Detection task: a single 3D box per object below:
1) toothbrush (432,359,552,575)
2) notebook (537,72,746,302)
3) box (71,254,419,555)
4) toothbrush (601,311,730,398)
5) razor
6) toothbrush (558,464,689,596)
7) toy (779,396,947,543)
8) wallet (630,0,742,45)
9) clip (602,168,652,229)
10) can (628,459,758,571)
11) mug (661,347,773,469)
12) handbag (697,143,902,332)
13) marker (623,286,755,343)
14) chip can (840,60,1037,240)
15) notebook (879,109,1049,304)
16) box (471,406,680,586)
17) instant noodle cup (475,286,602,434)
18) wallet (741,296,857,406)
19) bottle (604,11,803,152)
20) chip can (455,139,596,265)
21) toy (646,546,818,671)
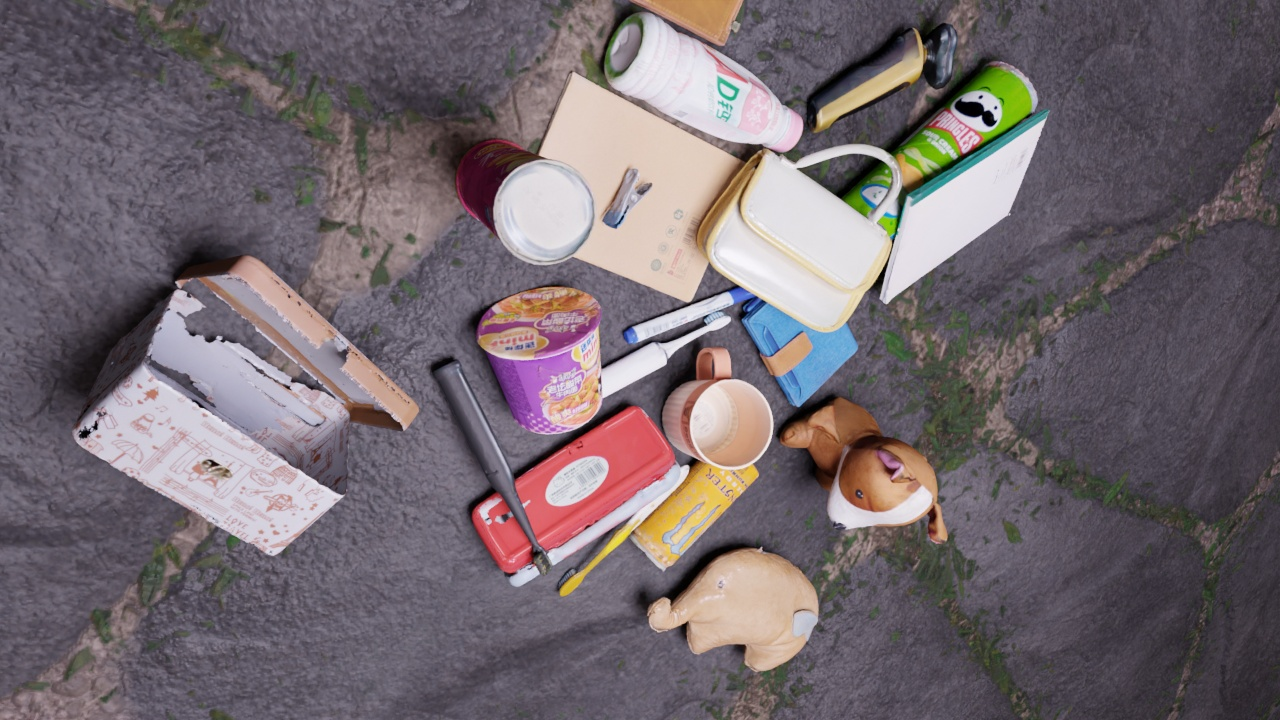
[{"bbox_3d":[-0.129,0.100,0.828,0.026,0.027,0.212,-23,97,11],"label":"toothbrush"},{"bbox_3d":[-0.005,-0.152,0.848,0.207,0.008,0.148,19,100,-31],"label":"notebook"},{"bbox_3d":[-0.277,0.015,0.694,0.168,0.150,0.182,-38,124,11],"label":"box"},{"bbox_3d":[-0.005,0.005,0.899,0.220,0.026,0.027,-28,145,-15],"label":"toothbrush"},{"bbox_3d":[0.236,-0.271,0.898,0.167,0.062,0.067,-31,91,-8],"label":"razor"},{"bbox_3d":[-0.019,0.175,0.951,0.191,0.018,0.016,-46,131,5],"label":"toothbrush"},{"bbox_3d":[0.233,0.117,0.964,0.130,0.200,0.140,-51,122,-5],"label":"toy"},{"bbox_3d":[0.062,-0.349,0.786,0.119,0.035,0.131,17,103,-31],"label":"wallet"},{"bbox_3d":[-0.014,-0.145,0.826,0.028,0.024,0.056,36,87,-37],"label":"clip"},{"bbox_3d":[0.056,0.151,0.970,0.146,0.058,0.058,-45,123,-4],"label":"can"},{"bbox_3d":[0.071,0.044,0.900,0.081,0.106,0.114,-4,91,-14],"label":"mug"},{"bbox_3d":[0.163,-0.131,0.862,0.163,0.063,0.179,30,103,-17],"label":"handbag"},{"bbox_3d":[0.050,-0.047,0.912,0.145,0.017,0.017,-22,118,-18],"label":"marker"},{"bbox_3d":[0.298,-0.205,0.944,0.236,0.072,0.072,-42,122,-6],"label":"chip can"},{"bbox_3d":[0.338,-0.161,0.962,0.208,0.012,0.151,-33,148,-21],"label":"notebook"},{"bbox_3d":[-0.058,0.142,0.910,0.201,0.095,0.099,-33,157,-11],"label":"box"},{"bbox_3d":[-0.081,0.004,0.817,0.111,0.111,0.099,-23,126,-18],"label":"instant noodle cup"},{"bbox_3d":[0.170,-0.029,0.970,0.106,0.040,0.133,-42,122,-12],"label":"wallet"},{"bbox_3d":[0.063,-0.237,0.816,0.196,0.068,0.068,17,101,-35],"label":"bottle"},{"bbox_3d":[-0.092,-0.124,0.689,0.071,0.210,0.071,-5,107,-16],"label":"chip can"},{"bbox_3d":[0.104,0.272,1.031,0.225,0.082,0.143,24,89,-30],"label":"toy"}]
